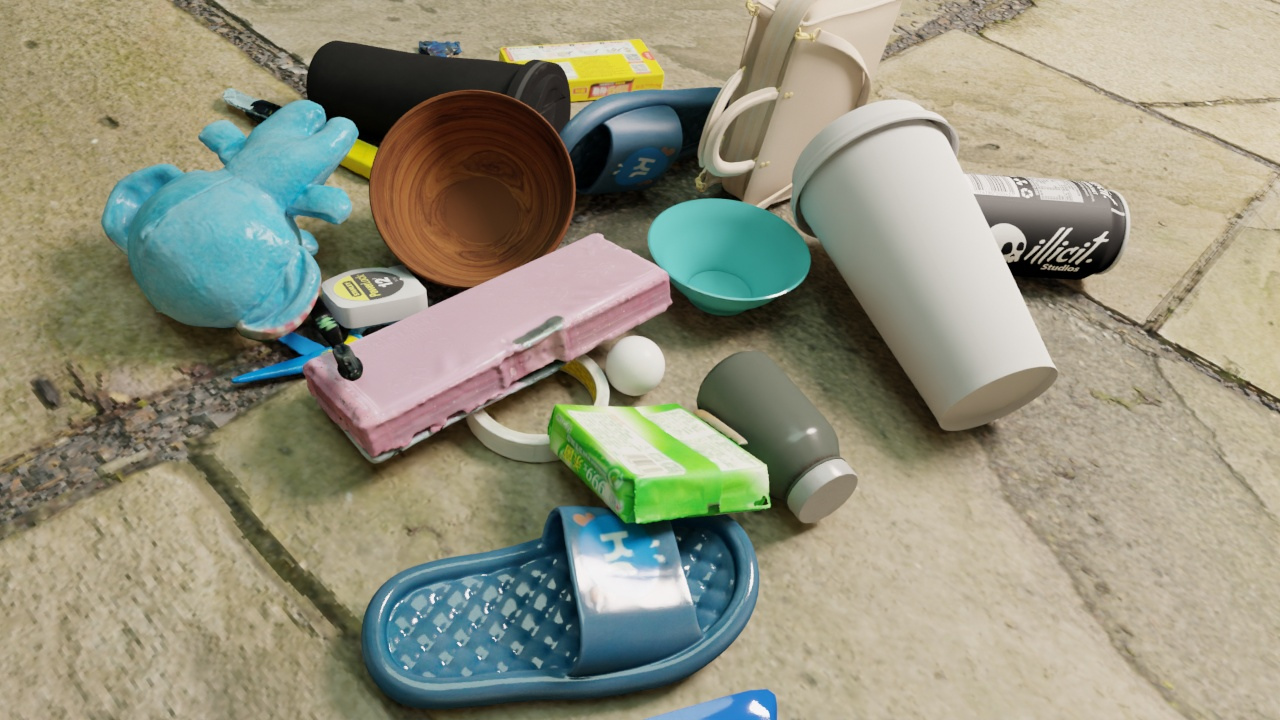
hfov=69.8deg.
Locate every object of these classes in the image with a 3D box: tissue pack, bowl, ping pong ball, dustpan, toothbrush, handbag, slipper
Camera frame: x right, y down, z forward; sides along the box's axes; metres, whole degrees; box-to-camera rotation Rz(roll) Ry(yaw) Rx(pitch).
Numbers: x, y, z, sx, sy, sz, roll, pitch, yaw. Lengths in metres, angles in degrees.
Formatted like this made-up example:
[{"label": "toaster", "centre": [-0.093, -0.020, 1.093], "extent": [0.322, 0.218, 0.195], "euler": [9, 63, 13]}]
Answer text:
[{"label": "tissue pack", "centre": [0.010, 0.056, 0.535], "extent": [0.099, 0.034, 0.114], "euler": [0, 19, -31]}, {"label": "bowl", "centre": [-0.122, -0.120, 0.690], "extent": [0.147, 0.069, 0.147], "euler": [0, 84, -3]}, {"label": "ping pong ball", "centre": [-0.004, 0.004, 0.616], "extent": [0.040, 0.040, 0.040], "euler": [4, 44, -4]}, {"label": "dustpan", "centre": [-0.009, 0.271, 0.332], "extent": [0.245, 0.060, 0.257], "euler": [-9, 37, -17]}, {"label": "toothbrush", "centre": [-0.203, -0.026, 0.588], "extent": [0.014, 0.017, 0.188], "euler": [-25, 30, -18]}, {"label": "handbag", "centre": [0.109, -0.210, 0.737], "extent": [0.101, 0.195, 0.197], "euler": [35, 46, 20]}, {"label": "bowl", "centre": [0.063, -0.069, 0.695], "extent": [0.121, 0.046, 0.121], "euler": [4, 44, -4]}, {"label": "slipper", "centre": [-0.036, 0.124, 0.477], "extent": [0.213, 0.059, 0.103], "euler": [-10, 49, -16]}, {"label": "slipper", "centre": [0.005, -0.178, 0.772], "extent": [0.213, 0.104, 0.059], "euler": [-24, 74, -38]}]

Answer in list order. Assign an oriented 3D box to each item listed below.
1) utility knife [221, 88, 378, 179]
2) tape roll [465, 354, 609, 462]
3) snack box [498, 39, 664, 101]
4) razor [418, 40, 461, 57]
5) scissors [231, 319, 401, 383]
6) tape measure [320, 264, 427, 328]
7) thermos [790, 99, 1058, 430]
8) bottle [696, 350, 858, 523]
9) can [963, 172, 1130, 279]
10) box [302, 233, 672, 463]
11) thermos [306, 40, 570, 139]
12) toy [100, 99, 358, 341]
[{"label": "utility knife", "centre": [-0.291, -0.199, 0.793], "extent": [0.198, 0.020, 0.028], "euler": [28, 46, 17]}, {"label": "tape roll", "centre": [-0.068, 0.025, 0.600], "extent": [0.094, 0.019, 0.093], "euler": [4, 44, -4]}, {"label": "snack box", "centre": [-0.059, -0.289, 0.915], "extent": [0.152, 0.025, 0.075], "euler": [-10, 47, -17]}, {"label": "razor", "centre": [-0.191, -0.279, 0.891], "extent": [0.044, 0.018, 0.140], "euler": [-4, 46, -13]}, {"label": "scissors", "centre": [-0.202, -0.005, 0.614], "extent": [0.125, 0.016, 0.124], "euler": [26, 43, 15]}, {"label": "tape measure", "centre": [-0.187, -0.046, 0.645], "extent": [0.064, 0.017, 0.064], "euler": [-16, 34, -27]}, {"label": "thermos", "centre": [0.201, -0.067, 0.653], "extent": [0.131, 0.132, 0.221], "euler": [-10, 61, -18]}, {"label": "bottle", "centre": [0.085, 0.047, 0.572], "extent": [0.060, 0.060, 0.108], "euler": [-18, 50, -25]}, {"label": "can", "centre": [0.310, -0.109, 0.750], "extent": [0.146, 0.080, 0.080], "euler": [3, 45, -6]}, {"label": "box", "centre": [-0.093, -0.016, 0.599], "extent": [0.232, 0.041, 0.098], "euler": [-30, 41, -29]}, {"label": "thermos", "centre": [-0.169, -0.215, 0.776], "extent": [0.219, 0.106, 0.105], "euler": [16, 44, 14]}, {"label": "toy", "centre": [-0.267, -0.100, 0.635], "extent": [0.183, 0.115, 0.180], "euler": [30, 70, 19]}]
